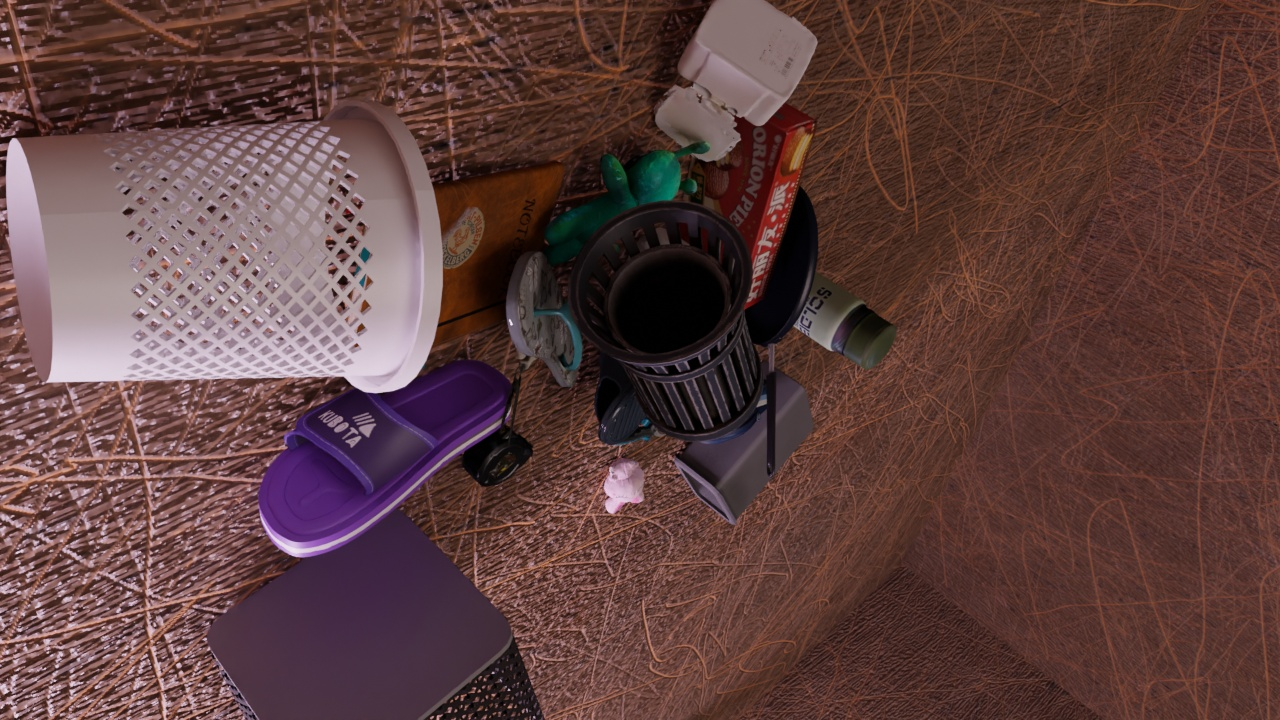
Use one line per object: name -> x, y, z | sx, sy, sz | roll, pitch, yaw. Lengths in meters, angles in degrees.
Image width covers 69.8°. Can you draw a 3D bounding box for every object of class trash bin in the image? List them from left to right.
trash bin -> -0.258, -0.065, 0.564 | 0.199, 0.195, 0.196 | -9, 130, -40
trash bin -> 0.041, -0.022, 0.903 | 0.164, 0.164, 0.227 | -47, 153, -10
trash bin -> 0.176, 0.138, 1.509 | 0.219, 0.097, 0.192 | -48, 152, -10

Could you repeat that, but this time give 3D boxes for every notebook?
notebook -> -0.165, -0.076, 0.798 | 0.248, 0.014, 0.179 | -29, 146, -54

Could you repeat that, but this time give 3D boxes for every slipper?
slipper -> -0.222, 0.056, 0.819 | 0.265, 0.107, 0.084 | -34, 149, -41
slipper -> -0.076, -0.039, 0.913 | 0.269, 0.055, 0.098 | 64, 28, -76
slipper -> -0.007, 0.007, 1.119 | 0.262, 0.082, 0.101 | -49, 160, -50
slipper -> 0.116, 0.075, 1.325 | 0.252, 0.105, 0.095 | -12, 113, -54

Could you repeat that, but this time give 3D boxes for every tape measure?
tape measure -> -0.162, 0.107, 1.033 | 0.072, 0.042, 0.071 | -45, 154, -7

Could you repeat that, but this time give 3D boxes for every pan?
pan -> 0.157, -0.040, 1.086 | 0.021, 0.356, 0.199 | 7, 166, -20

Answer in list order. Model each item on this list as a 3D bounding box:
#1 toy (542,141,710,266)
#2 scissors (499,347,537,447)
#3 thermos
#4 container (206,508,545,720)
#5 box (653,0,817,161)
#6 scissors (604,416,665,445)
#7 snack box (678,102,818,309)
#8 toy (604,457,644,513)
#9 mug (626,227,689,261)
toy -> -0.015, -0.153, 0.909 | 0.193, 0.072, 0.131 | -36, 165, -21
scissors -> -0.114, -0.003, 0.902 | 0.162, 0.012, 0.158 | -55, 148, -72
thermos -> 0.219, -0.073, 1.186 | 0.082, 0.231, 0.082 | -37, 149, -27
container -> -0.263, 0.341, 0.947 | 0.246, 0.246, 0.244 | -35, 144, -29
box -> 0.082, -0.265, 0.899 | 0.128, 0.108, 0.137 | -62, -173, -24
scissors -> 0.000, 0.091, 1.277 | 0.124, 0.019, 0.157 | -40, 148, -20
snack box -> 0.108, -0.179, 1.025 | 0.060, 0.113, 0.237 | -28, 143, -37
toy -> -0.021, 0.183, 1.323 | 0.063, 0.047, 0.110 | -30, 149, -20
mug -> 0.036, -0.104, 1.029 | 0.073, 0.089, 0.105 | -47, 151, -9
